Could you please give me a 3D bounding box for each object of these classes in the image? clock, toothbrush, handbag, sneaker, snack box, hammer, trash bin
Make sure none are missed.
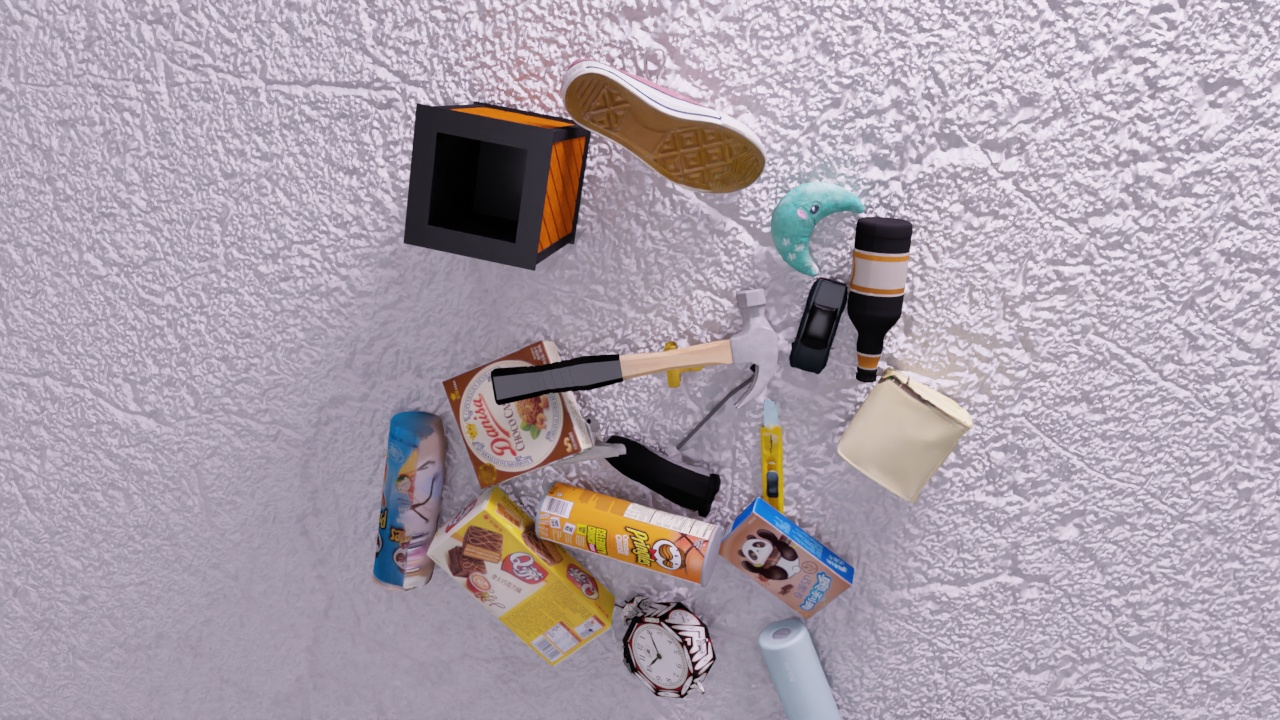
[{"bbox_3d":[0.025,0.360,1.181,0.155,0.064,0.115,15,112,36],"label":"clock"},{"bbox_3d":[0.099,0.051,1.101,0.013,0.012,0.168,44,109,4],"label":"toothbrush"},{"bbox_3d":[0.299,0.081,1.043,0.111,0.081,0.119,32,111,7],"label":"handbag"},{"bbox_3d":[0.024,-0.258,0.984,0.241,0.087,0.118,22,123,-22],"label":"sneaker"},{"bbox_3d":[-0.150,0.066,1.116,0.147,0.041,0.143,-22,85,16],"label":"snack box"},{"bbox_3d":[-0.148,0.276,1.170,0.110,0.061,0.230,-39,105,19],"label":"snack box"},{"bbox_3d":[-0.006,0.006,1.054,0.328,0.039,0.131,-9,96,2],"label":"hammer"},{"bbox_3d":[0.175,0.243,1.124,0.151,0.034,0.087,37,125,-3],"label":"snack box"},{"bbox_3d":[-0.148,-0.194,0.987,0.140,0.171,0.140,12,108,6],"label":"trash bin"}]

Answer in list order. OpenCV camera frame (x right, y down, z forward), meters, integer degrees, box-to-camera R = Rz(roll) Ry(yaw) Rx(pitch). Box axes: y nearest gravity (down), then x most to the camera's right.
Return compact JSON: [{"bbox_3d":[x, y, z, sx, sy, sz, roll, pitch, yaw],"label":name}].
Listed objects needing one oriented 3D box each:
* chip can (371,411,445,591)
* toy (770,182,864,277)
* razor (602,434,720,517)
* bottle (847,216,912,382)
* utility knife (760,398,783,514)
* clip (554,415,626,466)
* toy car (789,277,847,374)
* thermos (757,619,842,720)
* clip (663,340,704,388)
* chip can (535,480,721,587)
[{"bbox_3d":[-0.295,0.183,1.180,0.080,0.079,0.230,13,108,6],"label":"chip can"},{"bbox_3d":[0.189,-0.153,1.016,0.085,0.033,0.105,32,108,-12],"label":"toy"},{"bbox_3d":[0.020,0.134,1.118,0.156,0.060,0.057,22,104,7],"label":"razor"},{"bbox_3d":[0.259,-0.064,1.013,0.059,0.059,0.182,5,107,8],"label":"bottle"},{"bbox_3d":[0.159,0.131,1.116,0.030,0.017,0.179,-3,103,3],"label":"utility knife"},{"bbox_3d":[-0.062,0.097,1.134,0.102,0.050,0.058,-12,76,34],"label":"clip"},{"bbox_3d":[0.202,-0.039,1.044,0.046,0.034,0.112,16,109,5],"label":"toy car"},{"bbox_3d":[0.213,0.435,1.165,0.065,0.077,0.207,-19,100,10],"label":"thermos"},{"bbox_3d":[0.050,0.003,1.094,0.048,0.045,0.054,-17,106,-30],"label":"clip"},{"bbox_3d":[-0.015,0.209,1.118,0.215,0.075,0.075,13,108,16],"label":"chip can"}]
